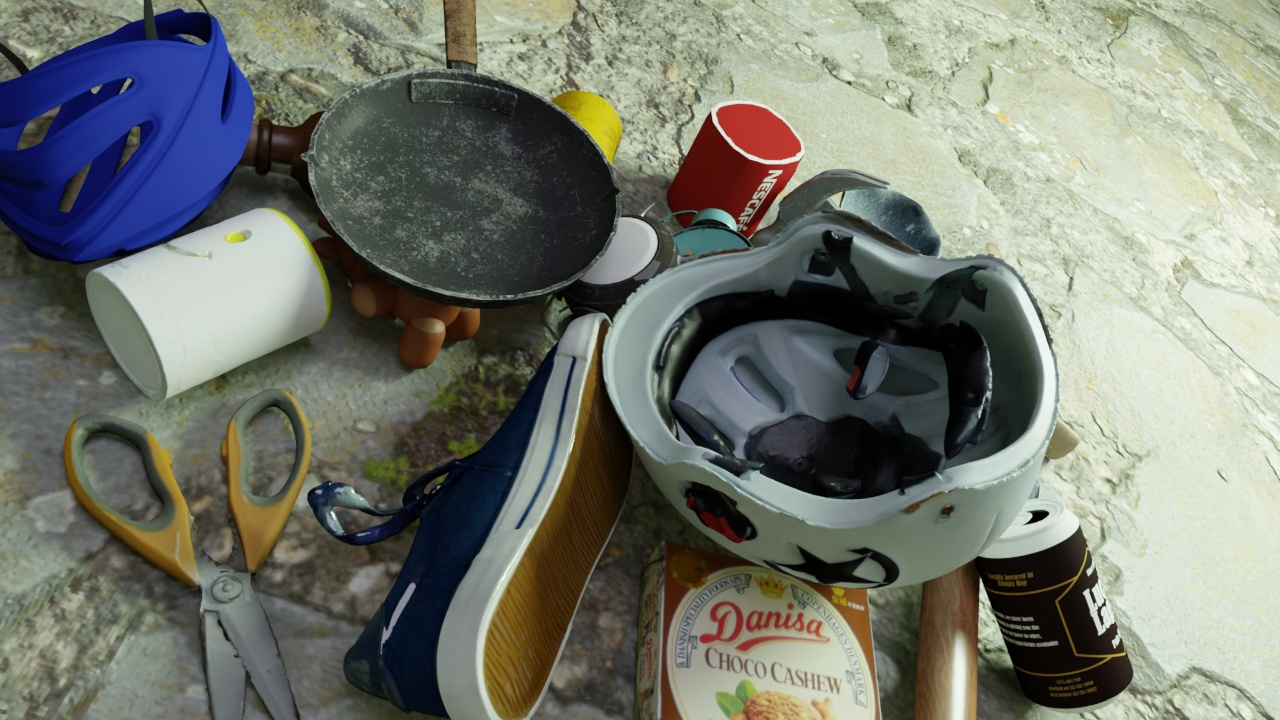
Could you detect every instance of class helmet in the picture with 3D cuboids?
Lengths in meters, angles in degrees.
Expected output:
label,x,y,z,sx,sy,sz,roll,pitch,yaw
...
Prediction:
label,x,y,z,sx,sy,sz,roll,pitch,yaw
helmet,0.113,0.038,0.583,0.264,0.164,0.235,9,48,19
helmet,-0.328,-0.180,0.528,0.148,0.228,0.241,-15,40,3

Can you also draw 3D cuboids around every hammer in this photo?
label,x,y,z,sx,sy,sz,roll,pitch,yaw
hammer,0.250,-0.033,0.794,0.331,0.120,0.030,44,32,1
hammer,0.192,0.217,0.564,0.158,0.037,0.299,53,35,-18

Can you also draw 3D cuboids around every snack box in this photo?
label,x,y,z,sx,sy,sz,roll,pitch,yaw
snack box,0.070,0.191,0.543,0.143,0.041,0.146,16,48,-14

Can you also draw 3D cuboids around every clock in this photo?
label,x,y,z,sx,sy,sz,roll,pitch,yaw
clock,-0.021,-0.065,0.669,0.122,0.044,0.091,-33,50,-10
clock,0.043,-0.071,0.719,0.090,0.053,0.124,-21,52,0

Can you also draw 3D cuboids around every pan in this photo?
label,x,y,z,sx,sy,sz,roll,pitch,yaw
pan,-0.125,-0.178,0.651,0.207,0.040,0.356,3,55,-19

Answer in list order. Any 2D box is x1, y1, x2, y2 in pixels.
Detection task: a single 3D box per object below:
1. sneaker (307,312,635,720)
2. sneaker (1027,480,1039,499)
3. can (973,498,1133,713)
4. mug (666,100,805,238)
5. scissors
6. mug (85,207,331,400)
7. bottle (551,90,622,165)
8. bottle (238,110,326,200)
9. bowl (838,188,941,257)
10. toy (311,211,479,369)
label,x,y,z,sx,sy,sz,roll,pitch,yaw
sneaker,-0.088,0.073,0.542,0.127,0.121,0.293,-4,37,22
sneaker,0.179,0.033,0.708,0.132,0.103,0.269,-25,66,-23
can,0.275,0.165,0.618,0.071,0.072,0.128,-25,95,-39
mug,0.094,-0.167,0.812,0.116,0.097,0.080,-15,61,-35
scissors,-0.232,0.106,0.478,0.166,0.016,0.225,4,52,-23
mug,-0.251,-0.035,0.539,0.082,0.083,0.105,45,48,13
bottle,-0.065,-0.143,0.731,0.071,0.071,0.163,23,47,-9
bottle,-0.206,-0.144,0.661,0.156,0.068,0.067,5,52,-24
bowl,0.223,-0.114,0.863,0.110,0.055,0.110,14,49,-17
toy,-0.170,-0.057,0.624,0.128,0.065,0.094,36,38,16
